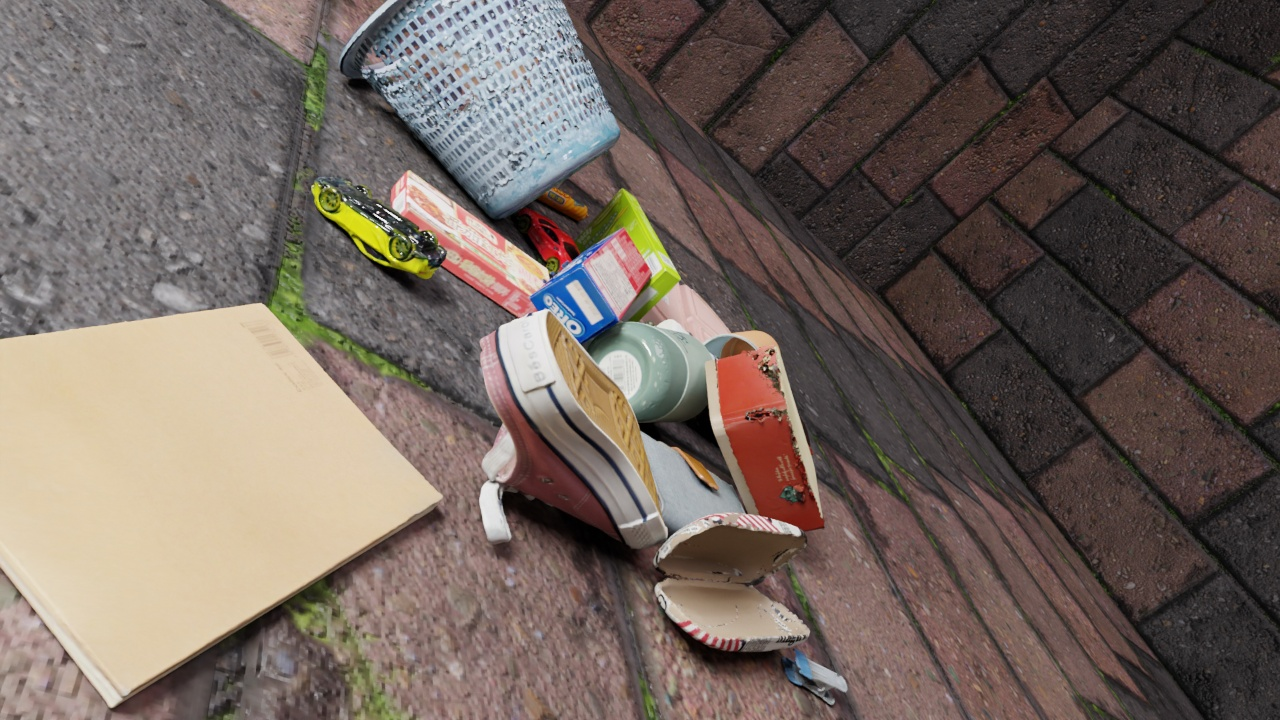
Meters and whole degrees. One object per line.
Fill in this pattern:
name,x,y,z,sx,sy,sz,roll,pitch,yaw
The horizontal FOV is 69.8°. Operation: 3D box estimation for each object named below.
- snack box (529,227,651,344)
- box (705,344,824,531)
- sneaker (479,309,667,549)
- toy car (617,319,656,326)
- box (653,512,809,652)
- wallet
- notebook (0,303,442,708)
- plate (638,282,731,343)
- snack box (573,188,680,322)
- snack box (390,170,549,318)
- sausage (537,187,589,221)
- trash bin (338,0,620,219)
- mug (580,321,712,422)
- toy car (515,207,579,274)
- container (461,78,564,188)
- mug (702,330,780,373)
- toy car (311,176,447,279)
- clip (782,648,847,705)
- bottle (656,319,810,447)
snack box,-0.039,-0.068,0.808,0.058,0.057,0.207,58,15,-9
box,0.117,0.071,0.789,0.091,0.078,0.168,-90,162,-48
sneaker,-0.050,0.057,0.558,0.241,0.088,0.118,58,14,-56
toy car,0.000,-0.013,0.895,0.049,0.031,0.105,56,24,15
box,0.074,0.159,0.636,0.162,0.076,0.087,22,36,-55
wallet,0.045,0.111,0.729,0.129,0.037,0.106,36,22,-34
notebook,-0.188,0.039,0.401,0.149,0.012,0.211,47,18,4
plate,0.053,-0.048,1.096,0.229,0.028,0.229,40,20,-18
snack box,-0.018,-0.107,0.968,0.026,0.086,0.156,29,25,-39
snack box,-0.138,-0.091,0.761,0.153,0.025,0.075,35,22,-31
sausage,-0.110,-0.191,1.041,0.165,0.021,0.021,21,31,-54
trash bin,-0.130,-0.250,0.859,0.195,0.227,0.226,57,17,-10
mug,-0.005,0.005,0.783,0.112,0.082,0.106,32,12,26
toy car,-0.087,-0.117,0.924,0.106,0.031,0.049,54,18,26
container,-0.132,-0.262,1.039,0.114,0.090,0.090,19,32,-49
mug,0.110,0.003,0.980,0.078,0.078,0.122,49,21,8
toy car,-0.187,-0.093,0.649,0.105,0.032,0.048,36,18,3
clip,0.130,0.238,0.687,0.058,0.036,0.025,33,20,-25
bottle,0.082,0.035,0.888,0.195,0.080,0.044,44,24,-25
